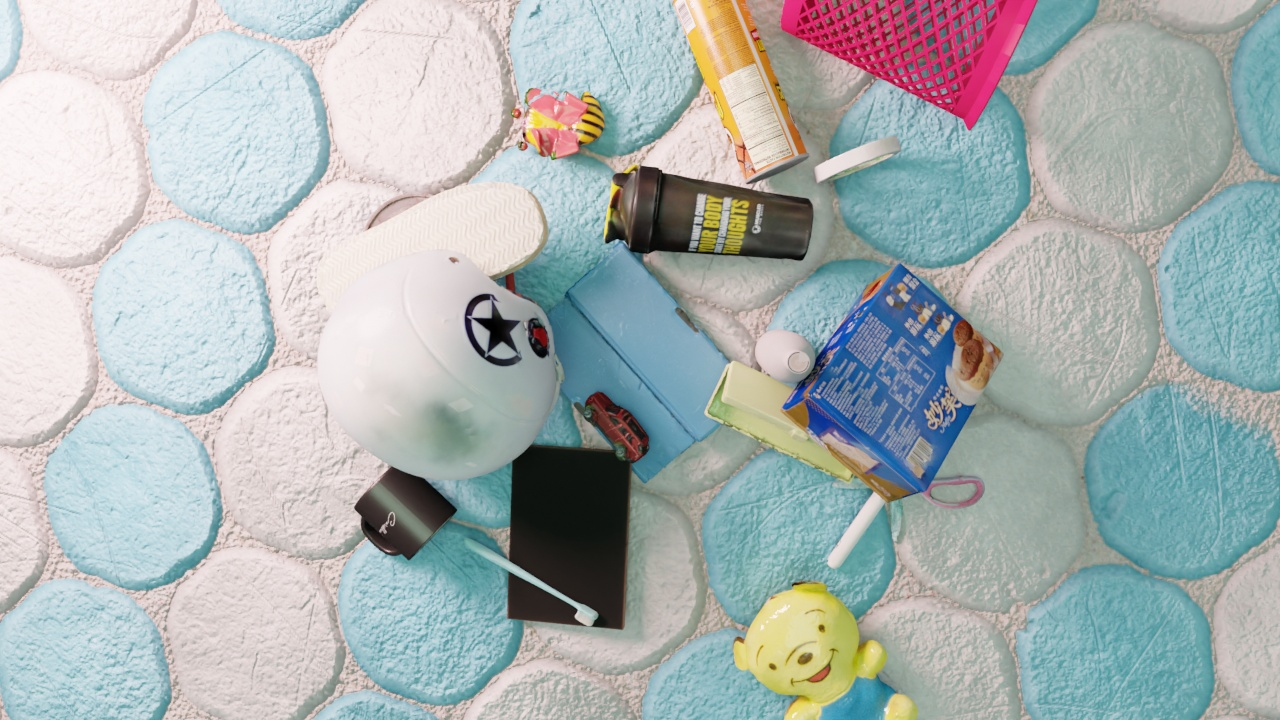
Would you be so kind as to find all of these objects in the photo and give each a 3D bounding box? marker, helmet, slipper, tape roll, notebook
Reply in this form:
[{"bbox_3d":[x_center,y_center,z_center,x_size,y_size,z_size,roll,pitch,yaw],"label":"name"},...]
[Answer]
[{"bbox_3d":[0.254,0.184,1.048,0.017,0.020,0.134,34,101,10],"label":"marker"},{"bbox_3d":[-0.210,0.033,0.957,0.237,0.163,0.264,-26,123,24],"label":"helmet"},{"bbox_3d":[-0.228,-0.116,0.999,0.273,0.054,0.114,-16,91,12],"label":"slipper"},{"bbox_3d":[0.233,-0.216,0.992,0.094,0.094,0.018,-20,92,4],"label":"tape roll"},{"bbox_3d":[-0.084,0.205,1.073,0.141,0.008,0.209,3,94,8],"label":"notebook"}]

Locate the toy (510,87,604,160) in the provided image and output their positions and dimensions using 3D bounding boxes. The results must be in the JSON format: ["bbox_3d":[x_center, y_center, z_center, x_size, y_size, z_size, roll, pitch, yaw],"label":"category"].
[{"bbox_3d":[-0.092,-0.267,1.033,0.103,0.046,0.084,-11,80,-1],"label":"toy"}]

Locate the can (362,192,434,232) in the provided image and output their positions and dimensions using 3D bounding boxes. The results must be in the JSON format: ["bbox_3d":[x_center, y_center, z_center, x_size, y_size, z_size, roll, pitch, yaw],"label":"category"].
[{"bbox_3d":[-0.250,-0.124,1.049,0.130,0.044,0.130,0,94,3],"label":"can"}]

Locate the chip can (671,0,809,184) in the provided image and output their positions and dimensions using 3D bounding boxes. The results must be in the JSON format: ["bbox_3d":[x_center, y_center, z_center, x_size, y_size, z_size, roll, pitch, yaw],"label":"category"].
[{"bbox_3d":[0.109,-0.307,1.002,0.075,0.075,0.215,-23,92,4],"label":"chip can"}]

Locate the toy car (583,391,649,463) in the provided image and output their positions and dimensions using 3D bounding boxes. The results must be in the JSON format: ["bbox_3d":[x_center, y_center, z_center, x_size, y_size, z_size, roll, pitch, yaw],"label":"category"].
[{"bbox_3d":[-0.027,0.074,1.031,0.091,0.042,0.036,46,115,-2],"label":"toy car"}]

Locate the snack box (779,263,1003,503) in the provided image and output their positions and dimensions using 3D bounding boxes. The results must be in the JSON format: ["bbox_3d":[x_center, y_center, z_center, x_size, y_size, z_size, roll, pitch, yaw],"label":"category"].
[{"bbox_3d":[0.268,0.022,0.970,0.155,0.069,0.202,40,63,-2],"label":"snack box"}]

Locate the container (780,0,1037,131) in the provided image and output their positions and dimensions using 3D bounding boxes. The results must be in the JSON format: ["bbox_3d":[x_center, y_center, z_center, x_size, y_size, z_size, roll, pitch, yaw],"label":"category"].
[{"bbox_3d":[0.274,-0.367,0.950,0.226,0.183,0.183,24,95,9],"label":"container"}]

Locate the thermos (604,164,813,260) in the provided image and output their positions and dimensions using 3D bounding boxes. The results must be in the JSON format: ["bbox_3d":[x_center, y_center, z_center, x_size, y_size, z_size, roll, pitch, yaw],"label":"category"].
[{"bbox_3d":[0.074,-0.158,1.009,0.221,0.098,0.098,6,94,-1],"label":"thermos"}]

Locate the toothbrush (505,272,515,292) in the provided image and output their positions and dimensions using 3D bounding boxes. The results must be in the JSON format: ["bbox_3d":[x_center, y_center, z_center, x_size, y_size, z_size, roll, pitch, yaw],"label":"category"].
[{"bbox_3d":[-0.154,-0.106,1.047,0.016,0.016,0.190,-7,86,9],"label":"toothbrush"}]

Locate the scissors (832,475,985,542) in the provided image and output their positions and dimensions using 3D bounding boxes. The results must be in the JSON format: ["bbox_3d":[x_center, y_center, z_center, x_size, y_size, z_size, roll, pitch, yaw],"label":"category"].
[{"bbox_3d":[0.306,0.125,1.052,0.170,0.013,0.172,-4,96,7],"label":"scissors"}]

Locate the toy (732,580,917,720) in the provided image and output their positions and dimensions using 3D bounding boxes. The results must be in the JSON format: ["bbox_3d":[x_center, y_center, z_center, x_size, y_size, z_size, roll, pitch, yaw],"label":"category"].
[{"bbox_3d":[0.204,0.354,1.038,0.149,0.084,0.214,-38,89,3],"label":"toy"}]

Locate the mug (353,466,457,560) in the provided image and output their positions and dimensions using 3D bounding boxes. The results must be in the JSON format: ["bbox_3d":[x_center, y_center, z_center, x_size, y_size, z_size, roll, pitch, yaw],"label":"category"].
[{"bbox_3d":[-0.280,0.181,1.062,0.088,0.078,0.114,43,121,0],"label":"mug"}]

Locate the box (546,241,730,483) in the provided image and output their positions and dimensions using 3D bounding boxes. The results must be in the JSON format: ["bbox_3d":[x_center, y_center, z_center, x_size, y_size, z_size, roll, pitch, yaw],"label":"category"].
[{"bbox_3d":[-0.007,0.007,1.046,0.177,0.047,0.231,-43,91,6],"label":"box"}]

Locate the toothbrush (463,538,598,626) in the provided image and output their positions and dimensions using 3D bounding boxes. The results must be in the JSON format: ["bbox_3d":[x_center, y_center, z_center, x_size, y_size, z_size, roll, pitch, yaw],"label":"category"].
[{"bbox_3d":[-0.130,0.256,1.070,0.180,0.016,0.017,31,106,5],"label":"toothbrush"}]

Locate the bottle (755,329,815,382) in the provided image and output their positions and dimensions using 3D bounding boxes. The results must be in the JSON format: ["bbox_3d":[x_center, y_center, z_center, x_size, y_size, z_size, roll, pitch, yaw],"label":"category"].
[{"bbox_3d":[0.153,-0.004,0.959,0.052,0.195,0.052,0,94,3],"label":"bottle"}]

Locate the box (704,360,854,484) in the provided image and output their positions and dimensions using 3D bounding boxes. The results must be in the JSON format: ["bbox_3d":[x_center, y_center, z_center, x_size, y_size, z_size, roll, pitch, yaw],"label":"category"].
[{"bbox_3d":[0.171,0.066,1.012,0.188,0.091,0.077,24,69,-4],"label":"box"}]
